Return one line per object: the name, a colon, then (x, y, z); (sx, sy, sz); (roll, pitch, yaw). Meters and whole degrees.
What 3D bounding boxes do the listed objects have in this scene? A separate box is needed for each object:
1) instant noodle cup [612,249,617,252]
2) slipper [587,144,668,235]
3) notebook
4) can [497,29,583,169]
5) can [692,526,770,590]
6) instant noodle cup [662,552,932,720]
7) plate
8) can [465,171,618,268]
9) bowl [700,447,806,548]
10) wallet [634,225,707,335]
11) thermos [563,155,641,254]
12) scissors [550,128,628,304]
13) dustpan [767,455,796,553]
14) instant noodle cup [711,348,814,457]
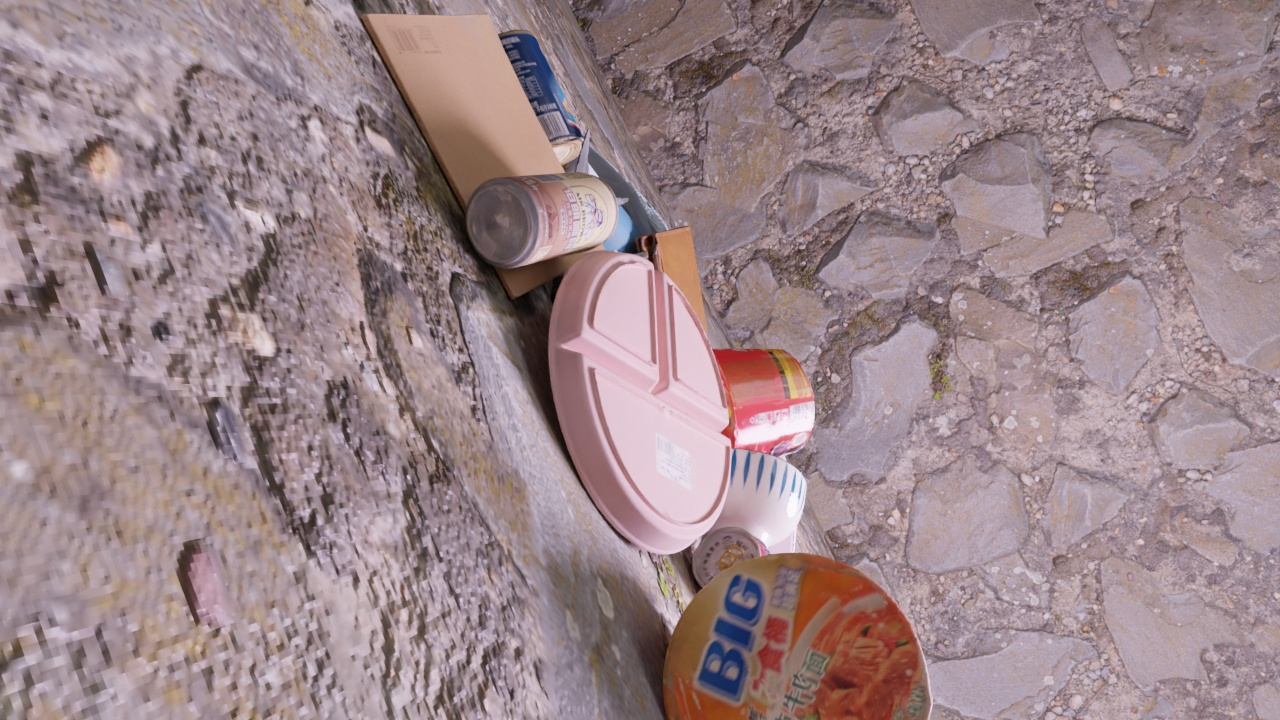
instant noodle cup: (-0.005, 0.005, 0.795); (0.173, 0.060, 0.137); (58, 11, -25)
slipper: (-0.036, -0.185, 1.134); (0.245, 0.074, 0.104); (50, 1, 33)
notebook: (-0.106, -0.158, 0.678); (0.211, 0.012, 0.149); (63, 29, -7)
can: (-0.104, -0.226, 0.822); (0.111, 0.075, 0.075); (65, 9, 5)
can: (0.088, 0.189, 0.781); (0.094, 0.066, 0.066); (55, 13, -45)
instant noodle cup: (0.093, 0.194, 0.573); (0.111, 0.151, 0.151); (60, 5, -80)
plate: (0.011, 0.026, 0.675); (0.229, 0.028, 0.229); (36, 46, -50)
can: (-0.065, -0.099, 0.633); (0.058, 0.059, 0.116); (64, 29, 0)
bowl: (0.088, 0.136, 0.824); (0.116, 0.117, 0.066); (55, 37, -44)
wallet: (0.034, -0.081, 1.030); (0.118, 0.035, 0.131); (-22, 105, -54)
thermos: (-0.049, -0.149, 0.958); (0.070, 0.070, 0.220); (67, 9, 18)
scissors: (-0.062, -0.125, 0.767); (0.159, 0.014, 0.180); (26, 60, -50)
dustpan: (0.091, 0.163, 1.071); (0.222, 0.138, 0.274); (-106, -166, -57)
instant noodle cup: (0.099, 0.049, 0.913); (0.138, 0.108, 0.138); (23, -63, 59)
